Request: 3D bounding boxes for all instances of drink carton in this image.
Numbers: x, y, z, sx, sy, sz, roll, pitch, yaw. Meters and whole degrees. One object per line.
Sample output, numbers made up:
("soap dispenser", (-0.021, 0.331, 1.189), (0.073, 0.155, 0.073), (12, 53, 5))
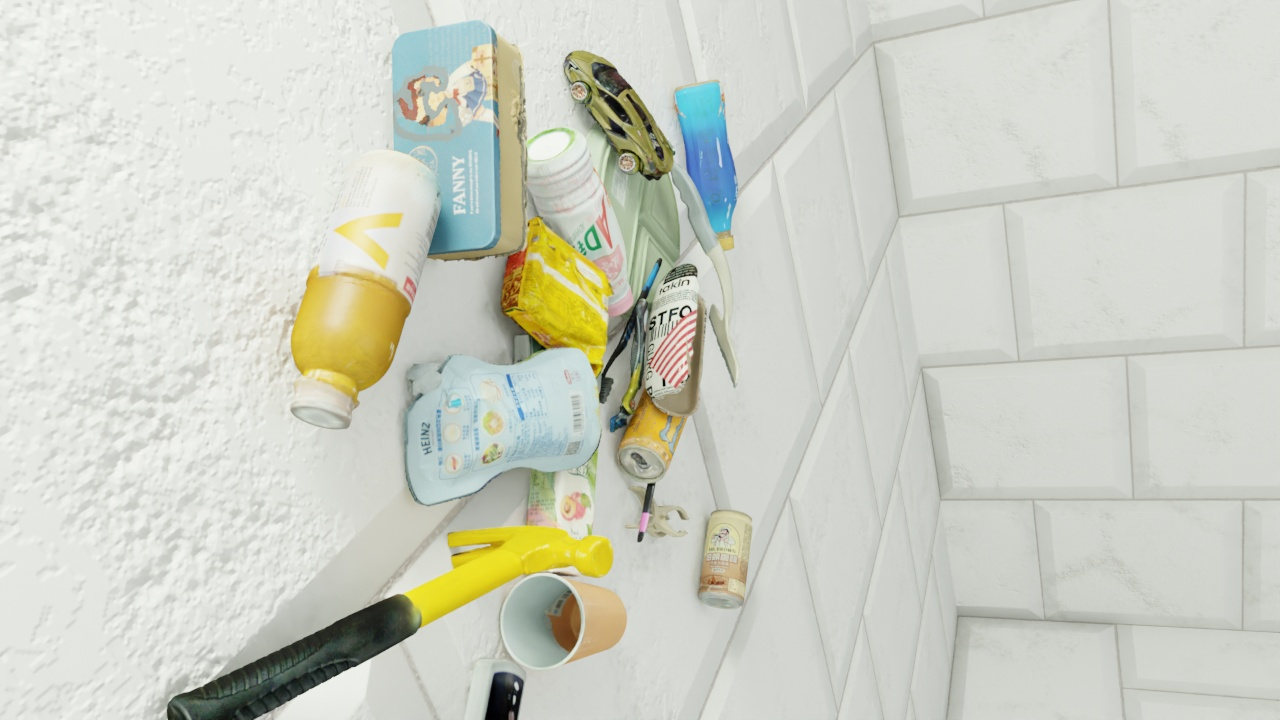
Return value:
("drink carton", (-0.072, 0.132, 0.826), (0.053, 0.046, 0.122), (23, 63, -48))

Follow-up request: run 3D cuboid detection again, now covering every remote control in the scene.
("remote control", (-0.122, 0.315, 0.725), (0.058, 0.021, 0.149), (44, 48, -54))
("remote control", (-0.075, 0.006, 0.869), (0.135, 0.019, 0.056), (5, 82, -64))

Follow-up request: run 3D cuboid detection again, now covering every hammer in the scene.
("hammer", (-0.155, 0.166, 0.601), (0.299, 0.129, 0.033), (-17, 102, -52))

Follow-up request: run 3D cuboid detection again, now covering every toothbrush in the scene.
("toothbrush", (0.010, 0.132, 0.994), (0.018, 0.014, 0.188), (43, 27, -15))
("toothbrush", (-0.010, -0.034, 0.977), (0.189, 0.016, 0.014), (-66, 151, -25))

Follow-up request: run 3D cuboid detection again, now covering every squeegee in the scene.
("squeegee", (0.081, -0.127, 1.093), (0.246, 0.039, 0.247), (-97, 169, -69))

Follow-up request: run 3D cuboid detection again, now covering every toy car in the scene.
("toy car", (-0.021, -0.257, 0.956), (0.158, 0.042, 0.070), (51, 37, -14))

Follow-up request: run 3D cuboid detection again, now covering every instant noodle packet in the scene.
("instant noodle packet", (-0.072, -0.055, 0.830), (0.128, 0.044, 0.110), (40, 46, -43))

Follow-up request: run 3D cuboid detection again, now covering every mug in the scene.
("mug", (-0.061, 0.229, 0.811), (0.122, 0.078, 0.078), (35, 55, -65))

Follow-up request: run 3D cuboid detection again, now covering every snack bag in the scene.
("snack bag", (-0.110, 0.048, 0.742), (0.190, 0.039, 0.110), (-6, 100, -48))

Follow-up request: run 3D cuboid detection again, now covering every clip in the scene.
("clip", (0.017, 0.175, 1.024), (0.100, 0.035, 0.072), (38, 54, -51))

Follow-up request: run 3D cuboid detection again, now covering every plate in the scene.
("plate", (-0.006, -0.159, 1.032), (0.230, 0.028, 0.230), (20, 67, -62))

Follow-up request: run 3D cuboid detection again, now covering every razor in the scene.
("razor", (-0.006, 0.006, 0.965), (0.042, 0.022, 0.143), (-23, 125, -72))

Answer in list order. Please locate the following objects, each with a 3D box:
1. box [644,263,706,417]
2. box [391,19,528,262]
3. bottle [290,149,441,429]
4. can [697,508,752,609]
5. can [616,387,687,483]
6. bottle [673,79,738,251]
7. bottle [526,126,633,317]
("box", (0.048, -0.021, 0.999), (0.086, 0.076, 0.162), (31, 52, -40))
("box", (-0.135, -0.155, 0.690), (0.062, 0.090, 0.184), (11, 75, -70))
("bottle", (-0.182, -0.048, 0.600), (0.068, 0.068, 0.189), (47, 45, -52))
("can", (0.109, 0.253, 1.172), (0.058, 0.059, 0.116), (52, 42, -49))
("can", (0.021, 0.065, 1.017), (0.058, 0.058, 0.145), (67, 31, -34))
("bottle", (0.091, -0.252, 1.204), (0.065, 0.065, 0.219), (-36, 119, -60))
("bottle", (-0.055, -0.125, 0.885), (0.197, 0.068, 0.068), (68, 31, -42))
